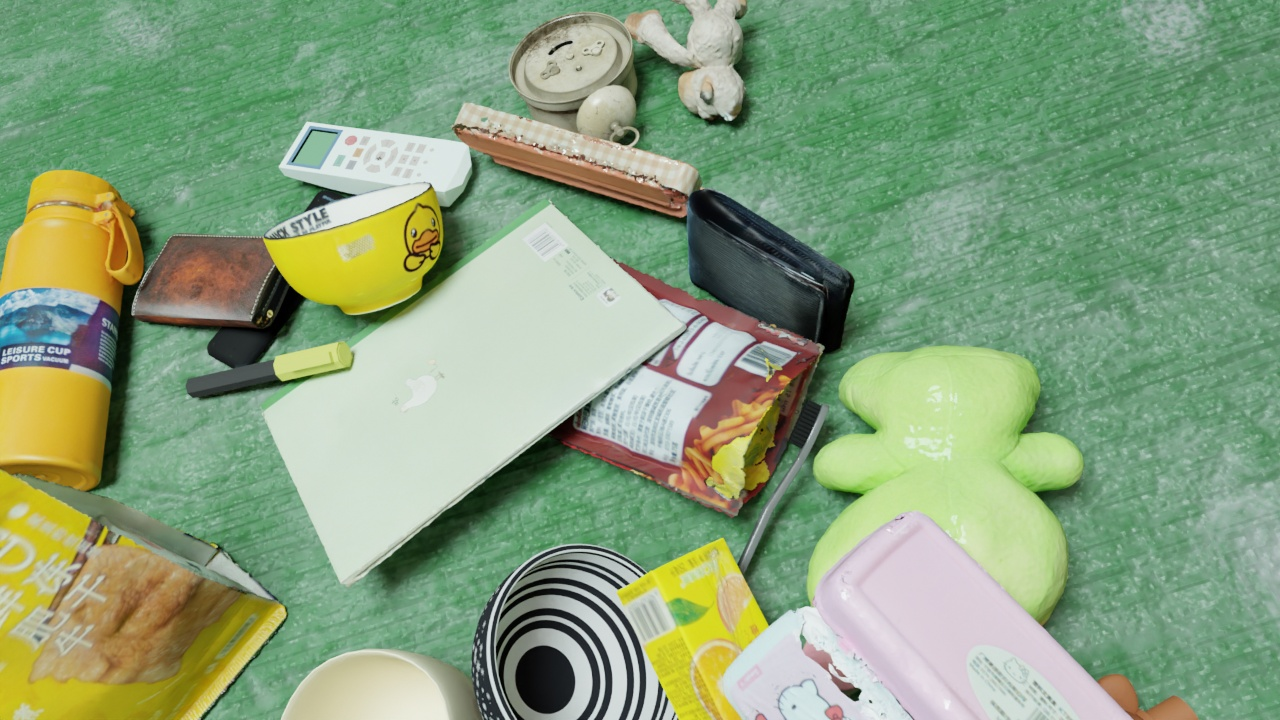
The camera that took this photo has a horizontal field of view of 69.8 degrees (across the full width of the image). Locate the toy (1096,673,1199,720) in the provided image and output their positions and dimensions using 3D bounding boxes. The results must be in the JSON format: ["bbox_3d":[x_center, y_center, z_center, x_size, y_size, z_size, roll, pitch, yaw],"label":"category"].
[{"bbox_3d":[0.221,0.208,0.451,0.127,0.065,0.095,-28,81,-4],"label":"toy"}]

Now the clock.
[{"bbox_3d":[-0.038,-0.196,0.677,0.093,0.055,0.140,-30,58,-5],"label":"clock"}]

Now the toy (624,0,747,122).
[{"bbox_3d":[0.051,-0.222,0.675,0.085,0.074,0.106,-13,81,-43],"label":"toy"}]

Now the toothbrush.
[{"bbox_3d":[0.071,0.099,0.537,0.013,0.013,0.167,26,83,1],"label":"toothbrush"}]

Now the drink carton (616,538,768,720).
[{"bbox_3d":[0.047,0.168,0.484,0.058,0.043,0.134,-15,71,-40],"label":"drink carton"}]

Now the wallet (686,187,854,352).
[{"bbox_3d":[0.075,-0.050,0.575,0.115,0.089,0.026,36,70,22],"label":"wallet"}]

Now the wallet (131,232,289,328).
[{"bbox_3d":[-0.309,-0.058,0.666,0.123,0.019,0.072,5,66,25],"label":"wallet"}]

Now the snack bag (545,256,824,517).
[{"bbox_3d":[-0.003,0.003,0.581,0.208,0.067,0.138,23,72,24],"label":"snack bag"}]

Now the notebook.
[{"bbox_3d":[-0.120,0.005,0.599,0.252,0.010,0.182,-38,50,-8],"label":"notebook"}]

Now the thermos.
[{"bbox_3d":[-0.407,-0.025,0.655,0.091,0.076,0.232,1,63,-20],"label":"thermos"}]

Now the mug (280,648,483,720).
[{"bbox_3d":[-0.128,0.218,0.485,0.096,0.100,0.120,2,69,12],"label":"mug"}]

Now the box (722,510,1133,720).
[{"bbox_3d":[0.142,0.177,0.398,0.146,0.077,0.201,-42,71,-2],"label":"box"}]

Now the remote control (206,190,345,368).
[{"bbox_3d":[-0.262,-0.062,0.674,0.041,0.020,0.151,25,75,19],"label":"remote control"}]

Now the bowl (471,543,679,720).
[{"bbox_3d":[-0.040,0.168,0.502,0.120,0.067,0.120,18,53,-25],"label":"bowl"}]

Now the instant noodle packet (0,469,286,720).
[{"bbox_3d":[-0.319,0.151,0.480,0.084,0.222,0.162,34,75,24],"label":"instant noodle packet"}]

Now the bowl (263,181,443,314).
[{"bbox_3d":[-0.188,-0.073,0.630,0.117,0.068,0.117,-13,22,5],"label":"bowl"}]

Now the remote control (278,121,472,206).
[{"bbox_3d":[-0.196,-0.147,0.697,0.143,0.024,0.049,10,60,13],"label":"remote control"}]

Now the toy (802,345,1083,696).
[{"bbox_3d":[0.165,0.078,0.500,0.150,0.107,0.196,1,58,8],"label":"toy"}]

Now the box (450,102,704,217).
[{"bbox_3d":[-0.039,-0.137,0.644,0.187,0.082,0.041,20,82,15],"label":"box"}]

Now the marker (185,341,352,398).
[{"bbox_3d":[-0.259,0.008,0.634,0.124,0.021,0.017,-11,94,14],"label":"marker"}]
